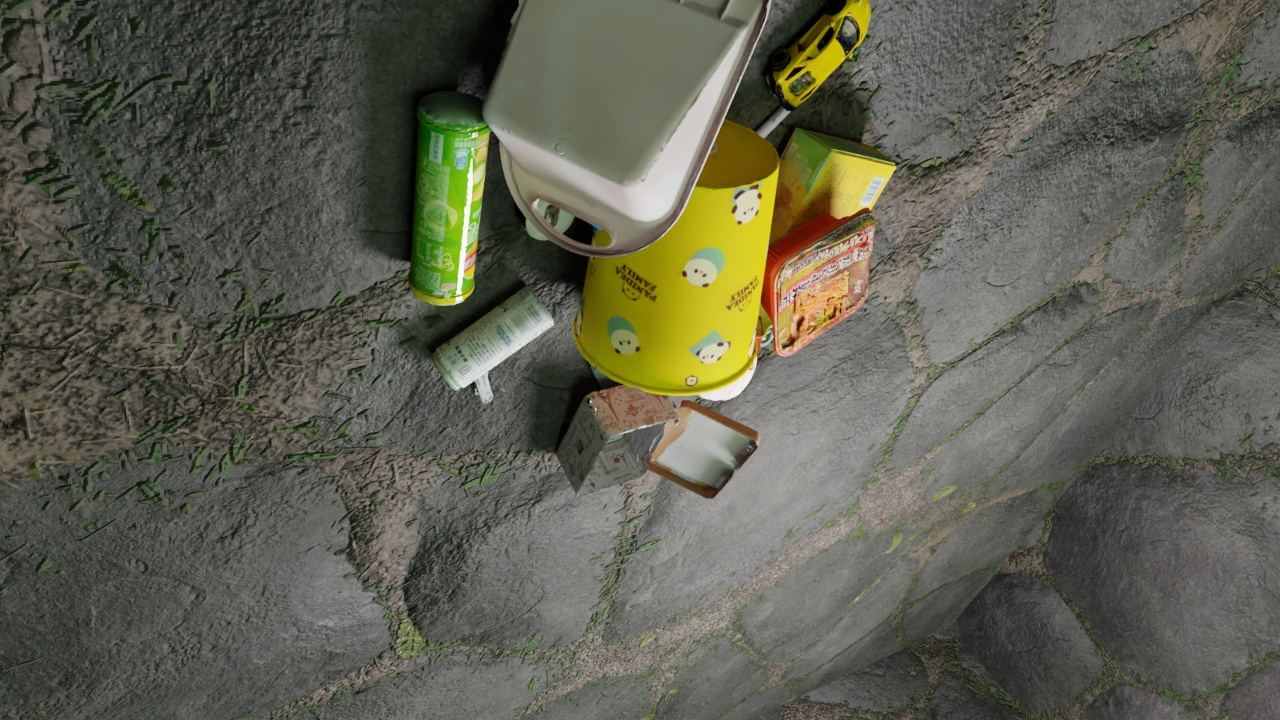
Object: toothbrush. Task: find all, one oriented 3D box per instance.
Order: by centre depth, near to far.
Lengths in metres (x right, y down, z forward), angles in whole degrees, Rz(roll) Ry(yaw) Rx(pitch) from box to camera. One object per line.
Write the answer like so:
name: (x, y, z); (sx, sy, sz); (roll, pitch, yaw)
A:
toothbrush: (0.118, -0.250, 1.141); (0.189, 0.021, 0.029); (-44, 112, 8)

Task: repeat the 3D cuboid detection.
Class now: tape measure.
tape measure: (-0.106, -0.169, 1.030); (0.065, 0.033, 0.066); (-4, 133, -35)

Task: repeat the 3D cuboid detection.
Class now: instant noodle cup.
instant noodle cup: (0.222, -0.109, 1.191); (0.164, 0.079, 0.189); (-31, 143, -15)

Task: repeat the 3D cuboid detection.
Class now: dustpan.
dustpan: (-0.028, -0.242, 0.851); (0.273, 0.222, 0.139); (-60, 165, -1)

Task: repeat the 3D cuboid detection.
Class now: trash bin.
trash bin: (0.044, -0.129, 1.055); (0.229, 0.229, 0.256); (-16, 134, -27)

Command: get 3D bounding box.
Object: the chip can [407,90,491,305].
chip can: (-0.195, -0.162, 0.929); (0.072, 0.072, 0.222); (-13, 139, -30)

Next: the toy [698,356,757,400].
toy: (0.139, -0.008, 1.406); (0.121, 0.054, 0.160); (-5, 125, -41)

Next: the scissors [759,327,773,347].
scissors: (0.236, -0.076, 1.442); (0.179, 0.019, 0.173); (-28, 145, -11)

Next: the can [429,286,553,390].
can: (-0.179, -0.027, 1.109); (0.146, 0.058, 0.058); (-35, 145, -2)

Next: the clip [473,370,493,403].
clip: (-0.206, 0.029, 1.185); (0.024, 0.029, 0.057); (-22, 136, -23)

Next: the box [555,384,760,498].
box: (0.022, 0.123, 1.365); (0.273, 0.124, 0.179); (8, 141, -19)

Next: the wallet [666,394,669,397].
wallet: (0.023, 0.026, 1.377); (0.096, 0.020, 0.122); (10, 125, -41)

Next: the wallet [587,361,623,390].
wallet: (-0.008, 0.008, 1.313); (0.121, 0.019, 0.097); (-25, 138, -1)

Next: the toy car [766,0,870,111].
toy car: (0.212, -0.364, 1.073); (0.156, 0.041, 0.071); (-45, 145, 9)

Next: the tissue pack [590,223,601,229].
tissue pack: (-0.058, -0.204, 0.931); (0.052, 0.157, 0.095); (-27, 148, -44)

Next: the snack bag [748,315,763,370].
snack bag: (0.051, -0.029, 1.212); (0.208, 0.073, 0.129); (4, 174, -4)

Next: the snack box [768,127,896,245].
snack box: (0.228, -0.197, 1.236); (0.157, 0.070, 0.210); (-3, 129, -44)

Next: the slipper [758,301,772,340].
slipper: (0.148, -0.066, 1.303); (0.190, 0.082, 0.092); (-22, 107, -17)
